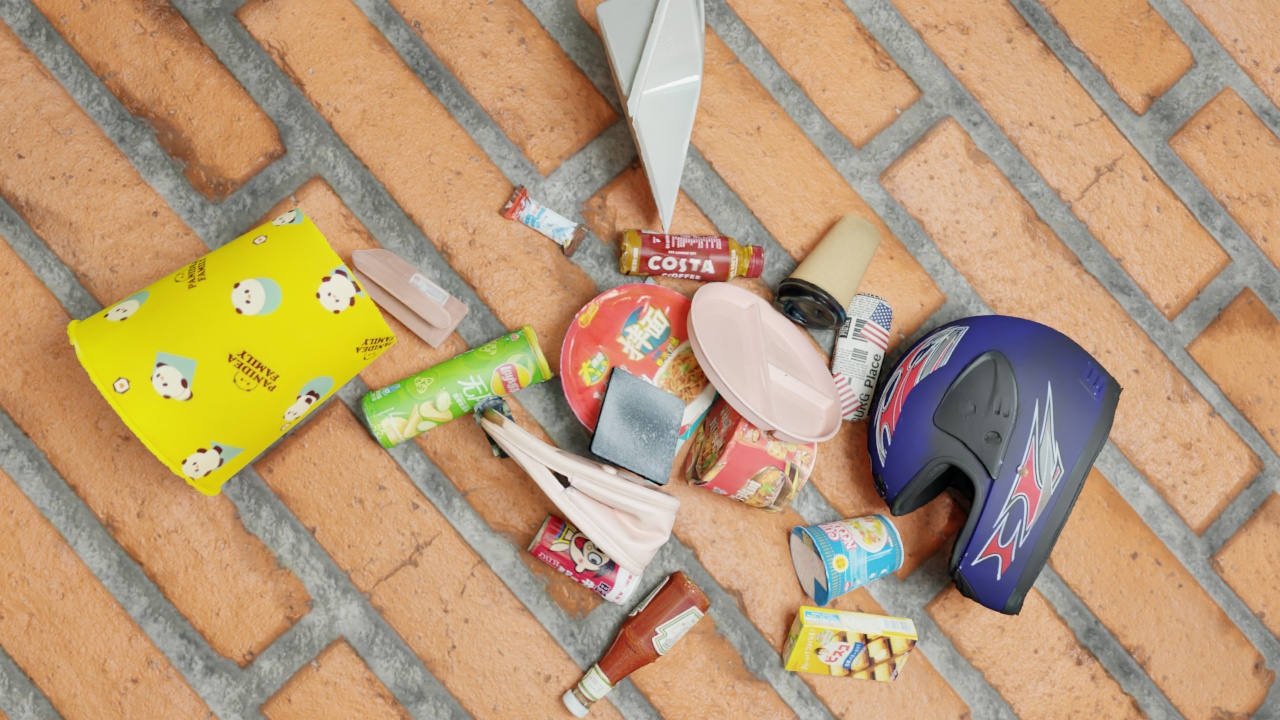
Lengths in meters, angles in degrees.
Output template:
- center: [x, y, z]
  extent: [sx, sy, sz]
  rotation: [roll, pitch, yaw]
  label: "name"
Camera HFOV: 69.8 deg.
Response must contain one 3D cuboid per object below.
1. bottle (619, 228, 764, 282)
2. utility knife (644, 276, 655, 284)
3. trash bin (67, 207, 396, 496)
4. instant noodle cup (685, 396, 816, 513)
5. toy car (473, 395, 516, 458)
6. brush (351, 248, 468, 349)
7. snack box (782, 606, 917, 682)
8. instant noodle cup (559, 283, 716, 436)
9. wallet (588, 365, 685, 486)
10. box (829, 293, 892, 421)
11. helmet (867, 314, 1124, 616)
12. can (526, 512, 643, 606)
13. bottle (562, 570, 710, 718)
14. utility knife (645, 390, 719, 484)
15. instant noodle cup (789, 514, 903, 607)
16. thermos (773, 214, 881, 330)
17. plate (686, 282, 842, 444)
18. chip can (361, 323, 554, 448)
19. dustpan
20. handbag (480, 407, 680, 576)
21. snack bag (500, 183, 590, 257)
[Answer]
- center: [0.063, -0.128, 1.130]
  extent: [0.175, 0.057, 0.057]
  rotation: [4, 84, -5]
  label: "bottle"
- center: [-0.026, -0.031, 1.133]
  extent: [0.033, 0.015, 0.171]
  rotation: [31, 83, -5]
  label: "utility knife"
- center: [-0.425, -0.022, 0.997]
  extent: [0.255, 0.230, 0.229]
  rotation: [-38, 89, -14]
  label: "trash bin"
- center: [0.134, 0.107, 1.082]
  extent: [0.108, 0.138, 0.137]
  rotation: [28, 82, -10]
  label: "instant noodle cup"
- center: [-0.165, 0.077, 1.079]
  extent: [0.043, 0.034, 0.091]
  rotation: [-25, 131, -3]
  label: "toy car"
- center: [-0.279, -0.081, 1.085]
  extent: [0.145, 0.073, 0.063]
  rotation: [38, 83, 1]
  label: "brush"
- center: [0.248, 0.339, 1.093]
  extent: [0.140, 0.033, 0.087]
  rotation: [10, 126, -3]
  label: "snack box"
- center: [-0.007, 0.006, 1.095]
  extent: [0.193, 0.066, 0.194]
  rotation: [0, 90, -16]
  label: "instant noodle cup"
- center: [-0.003, 0.073, 1.026]
  extent: [0.097, 0.019, 0.120]
  rotation: [26, 50, -14]
  label: "wallet"
- center: [0.273, -0.003, 1.152]
  extent: [0.068, 0.051, 0.164]
  rotation: [16, 84, -14]
  label: "box"
- center: [0.380, 0.099, 1.051]
  extent: [0.240, 0.247, 0.315]
  rotation: [24, 85, 25]
  label: "helmet"
- center: [-0.065, 0.236, 1.085]
  extent: [0.133, 0.053, 0.053]
  rotation: [32, 82, -2]
  label: "can"
- center: [-0.007, 0.336, 1.080]
  extent: [0.206, 0.060, 0.060]
  rotation: [-43, 90, -4]
  label: "bottle"
- center: [0.067, 0.061, 1.135]
  extent: [0.029, 0.013, 0.218]
  rotation: [34, 80, -4]
  label: "utility knife"
- center: [0.250, 0.232, 1.102]
  extent: [0.109, 0.099, 0.099]
  rotation: [-14, 86, -15]
  label: "instant noodle cup"
- center: [0.236, -0.108, 1.134]
  extent: [0.093, 0.093, 0.143]
  rotation: [35, 74, -2]
  label: "thermos"
- center: [0.143, 0.004, 1.068]
  extent: [0.229, 0.228, 0.028]
  rotation: [45, 123, 0]
  label: "plate"
- center: [-0.216, 0.031, 1.080]
  extent: [0.221, 0.072, 0.072]
  rotation: [-24, 87, -7]
  label: "chip can"
- center: [0.042, -0.326, 1.064]
  extent: [0.142, 0.223, 0.257]
  rotation: [-19, 63, 2]
  label: "dustpan"
- center: [-0.080, 0.128, 1.013]
  extent: [0.234, 0.193, 0.093]
  rotation: [35, 83, -9]
  label: "handbag"
- center: [-0.117, -0.172, 1.133]
  extent: [0.104, 0.026, 0.048]
  rotation: [34, 94, -1]
  label: "snack bag"
